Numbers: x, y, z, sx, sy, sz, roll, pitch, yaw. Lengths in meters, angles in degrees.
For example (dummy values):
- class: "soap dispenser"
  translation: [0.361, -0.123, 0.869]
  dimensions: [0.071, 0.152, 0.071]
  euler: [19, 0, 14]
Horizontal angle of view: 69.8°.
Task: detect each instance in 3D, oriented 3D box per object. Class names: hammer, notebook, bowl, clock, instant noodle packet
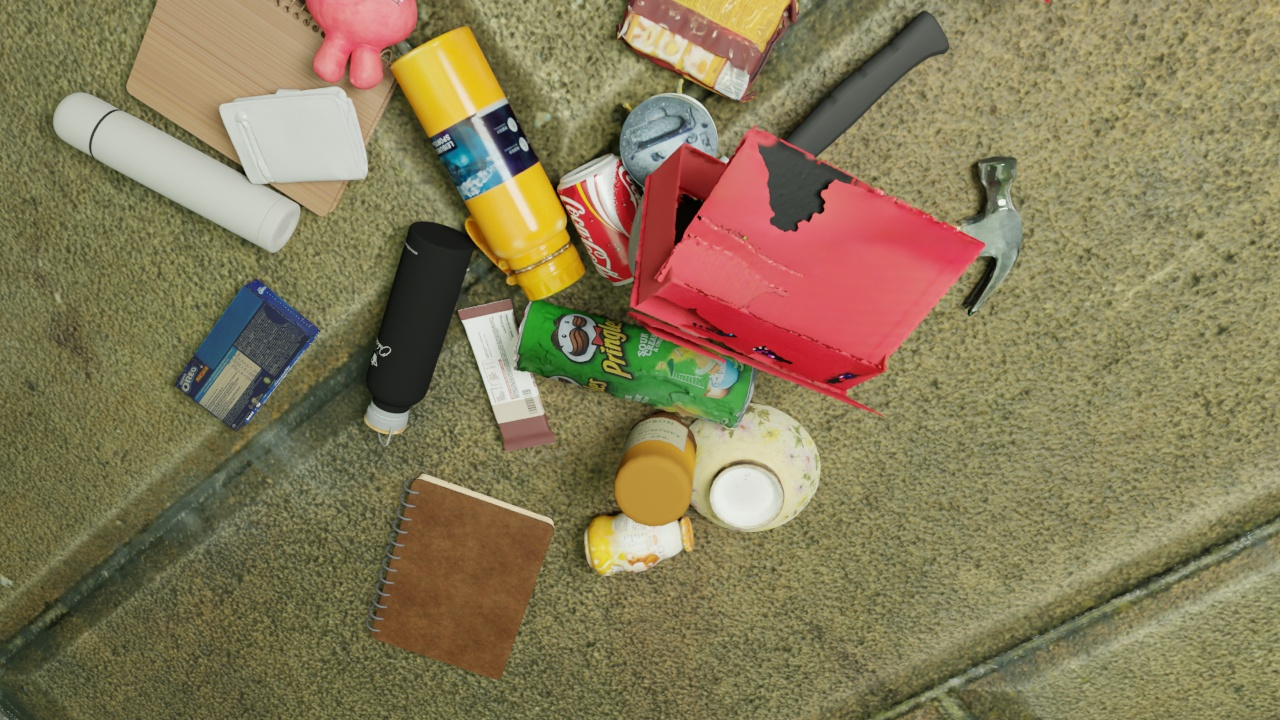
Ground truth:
- class: "hammer"
  translation: [0.166, -0.090, 0.824]
  dimensions: [0.331, 0.033, 0.132]
  euler: [-7, 112, 11]
- class: "notebook"
  translation: [-0.338, -0.256, 0.825]
  dimensions: [0.210, 0.022, 0.169]
  euler: [33, 113, -7]
- class: "bowl"
  translation: [0.104, 0.119, 0.900]
  dimensions: [0.145, 0.063, 0.145]
  euler: [3, 113, 7]
- class: "notebook"
  translation: [-0.203, 0.240, 1.013]
  dimensions: [0.167, 0.024, 0.226]
  euler: [19, 113, -2]
- class: "hammer"
  translation: [0.120, -0.164, 0.766]
  dimensions: [0.324, 0.029, 0.127]
  euler: [-43, 121, 10]
- class: "clock"
  translation: [0.031, -0.175, 0.791]
  dimensions: [0.083, 0.057, 0.118]
  euler: [-18, 109, 14]
- class: "instant noodle packet"
  translation: [0.054, -0.280, 0.754]
  dimensions: [0.135, 0.039, 0.099]
  euler: [26, 114, -2]

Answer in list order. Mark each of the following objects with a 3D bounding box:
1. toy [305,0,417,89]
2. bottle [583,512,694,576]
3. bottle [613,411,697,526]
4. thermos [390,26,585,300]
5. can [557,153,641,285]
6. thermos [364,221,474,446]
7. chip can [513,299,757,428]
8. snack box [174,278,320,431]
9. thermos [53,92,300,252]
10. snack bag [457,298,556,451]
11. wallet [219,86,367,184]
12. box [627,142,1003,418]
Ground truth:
- class: "toy"
  translation: [-0.235, -0.296, 0.770]
  dimensions: [0.091, 0.045, 0.135]
  euler: [18, 95, -10]
- class: "bottle"
  translation: [-0.001, 0.184, 0.942]
  dimensions: [0.109, 0.063, 0.063]
  euler: [-12, 110, 12]
- class: "bottle"
  translation: [0.018, 0.088, 0.848]
  dimensions: [0.068, 0.156, 0.068]
  euler: [2, 109, 6]
- class: "thermos"
  translation: [-0.130, -0.167, 0.812]
  dimensions: [0.076, 0.091, 0.233]
  euler: [-35, 109, -22]
- class: "can"
  translation: [-0.025, -0.124, 0.815]
  dimensions: [0.064, 0.064, 0.105]
  euler: [-22, 108, 15]
- class: "thermos"
  translation: [-0.223, -0.017, 0.888]
  dimensions: [0.061, 0.061, 0.232]
  euler: [22, 114, -2]
- class: "chip can"
  translation: [-0.004, 0.004, 0.861]
  dimensions: [0.223, 0.075, 0.076]
  euler: [15, 113, 1]
- class: "snack box"
  translation: [-0.403, -0.004, 0.937]
  dimensions: [0.082, 0.027, 0.150]
  euler: [42, 110, -9]
- class: "thermos"
  translation: [-0.431, -0.176, 0.854]
  dimensions: [0.224, 0.052, 0.052]
  euler: [28, 113, -5]
- class: "snack bag"
  translation: [-0.132, 0.017, 0.916]
  dimensions: [0.057, 0.013, 0.158]
  euler: [-12, 110, 10]
- class: "wallet"
  translation: [-0.306, -0.200, 0.819]
  dimensions: [0.116, 0.032, 0.086]
  euler: [1, 125, 6]
- class: "box"
  translation: [0.121, 0.052, 0.580]
  dimensions: [0.215, 0.509, 0.141]
  euler: [21, 131, -24]
